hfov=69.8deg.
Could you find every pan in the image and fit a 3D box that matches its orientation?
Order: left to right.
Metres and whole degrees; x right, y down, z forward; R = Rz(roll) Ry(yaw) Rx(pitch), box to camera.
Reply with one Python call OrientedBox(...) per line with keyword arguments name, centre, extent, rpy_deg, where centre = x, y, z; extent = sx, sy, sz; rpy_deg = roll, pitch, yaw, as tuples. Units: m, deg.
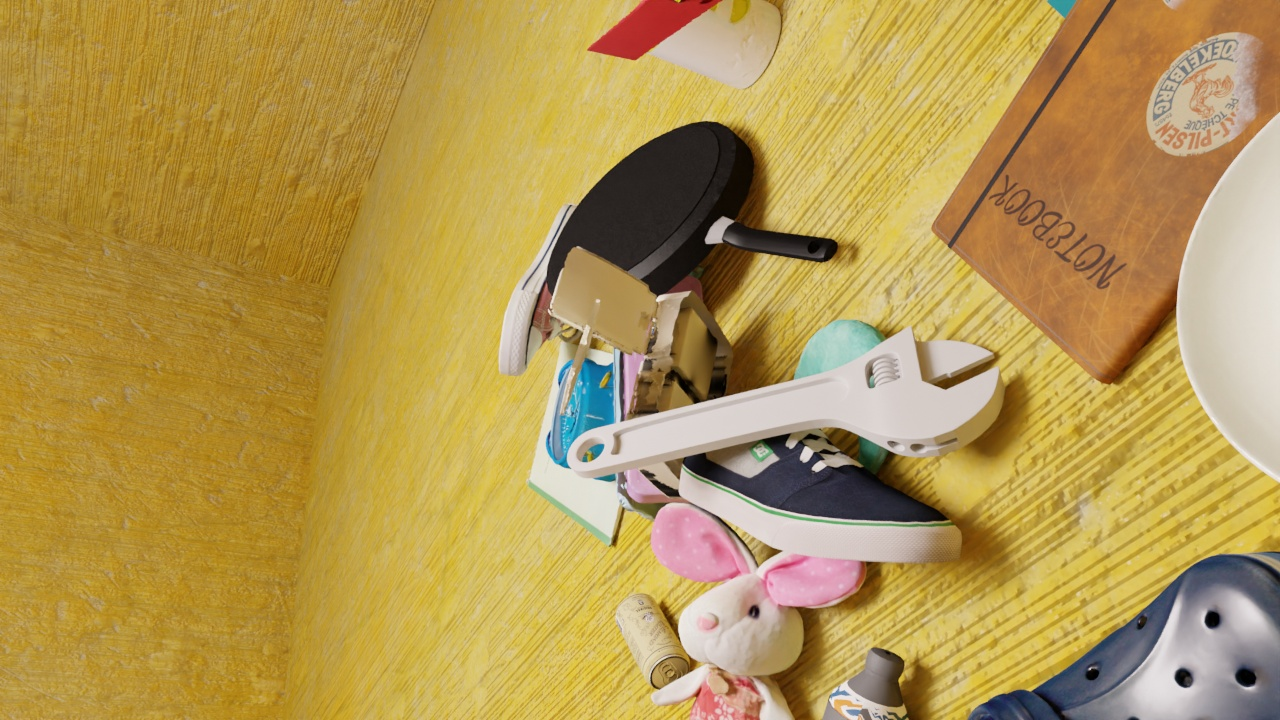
OrientedBox(name="pan", centre=(0.036, -0.118, 0.784), extent=(0.225, 0.034, 0.357), rpy_deg=(-53, 32, -10))

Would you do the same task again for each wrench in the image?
OrientedBox(name="wrench", centre=(0.075, 0.040, 0.555), extent=(0.274, 0.018, 0.086), rpy_deg=(-16, 42, 21))

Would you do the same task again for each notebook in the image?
OrientedBox(name="notebook", centre=(-0.060, 0.078, 0.989), extent=(0.253, 0.010, 0.182), rpy_deg=(15, 92, 64))
OrientedBox(name="notebook", centre=(0.254, -0.138, 0.459), extent=(0.250, 0.014, 0.178), rpy_deg=(-62, 29, 26))

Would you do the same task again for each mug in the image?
OrientedBox(name="mug", centre=(0.060, -0.300, 0.824), extent=(0.083, 0.106, 0.082), rpy_deg=(-38, 45, 52))

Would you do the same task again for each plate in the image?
OrientedBox(name="plate", centre=(0.286, -0.030, 0.320), extent=(0.183, 0.034, 0.182), rpy_deg=(-39, 44, 52))

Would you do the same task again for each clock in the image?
OrientedBox(name="clock", centre=(-0.051, 0.055, 0.896), extent=(0.162, 0.060, 0.116), rpy_deg=(180, 100, -70))

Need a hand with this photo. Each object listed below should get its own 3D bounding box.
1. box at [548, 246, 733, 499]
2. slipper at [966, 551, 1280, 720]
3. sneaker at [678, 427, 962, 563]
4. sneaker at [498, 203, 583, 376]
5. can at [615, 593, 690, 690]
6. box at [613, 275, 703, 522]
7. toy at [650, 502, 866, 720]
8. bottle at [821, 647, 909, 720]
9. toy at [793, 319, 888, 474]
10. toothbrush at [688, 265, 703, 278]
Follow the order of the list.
OrientedBox(name="box", centre=(-0.005, 0.004, 0.685), extent=(0.069, 0.191, 0.143), rpy_deg=(-4, 55, 29))
OrientedBox(name="slipper", centre=(0.180, 0.180, 0.368), extent=(0.105, 0.095, 0.253), rpy_deg=(-105, 34, -49))
OrientedBox(name="sneaker", centre=(0.100, 0.068, 0.573), extent=(0.236, 0.084, 0.079), rpy_deg=(11, 97, 61))
OrientedBox(name="sneaker", centre=(-0.086, -0.075, 1.033), extent=(0.118, 0.088, 0.240), rpy_deg=(103, -172, -58))
OrientedBox(name="can", centre=(0.009, 0.228, 0.746), extent=(0.038, 0.038, 0.079), rpy_deg=(-69, 27, 15))
OrientedBox(name="box", centre=(0.012, 0.029, 0.799), extent=(0.096, 0.077, 0.213), rpy_deg=(-43, 41, 50))
OrientedBox(name="toy", centre=(0.062, 0.197, 0.608), extent=(0.159, 0.084, 0.194), rpy_deg=(10, 86, 36))
OrientedBox(name="bottle", centre=(0.122, 0.217, 0.515), extent=(0.047, 0.047, 0.112), rpy_deg=(24, 100, 64))
OrientedBox(name="toy", centre=(0.137, 0.015, 0.603), extent=(0.105, 0.033, 0.085), rpy_deg=(-131, 49, -56))
OrientedBox(name="toothbrush", centre=(0.010, -0.060, 0.912), extent=(0.181, 0.016, 0.016), rpy_deg=(-27, 53, 56))
